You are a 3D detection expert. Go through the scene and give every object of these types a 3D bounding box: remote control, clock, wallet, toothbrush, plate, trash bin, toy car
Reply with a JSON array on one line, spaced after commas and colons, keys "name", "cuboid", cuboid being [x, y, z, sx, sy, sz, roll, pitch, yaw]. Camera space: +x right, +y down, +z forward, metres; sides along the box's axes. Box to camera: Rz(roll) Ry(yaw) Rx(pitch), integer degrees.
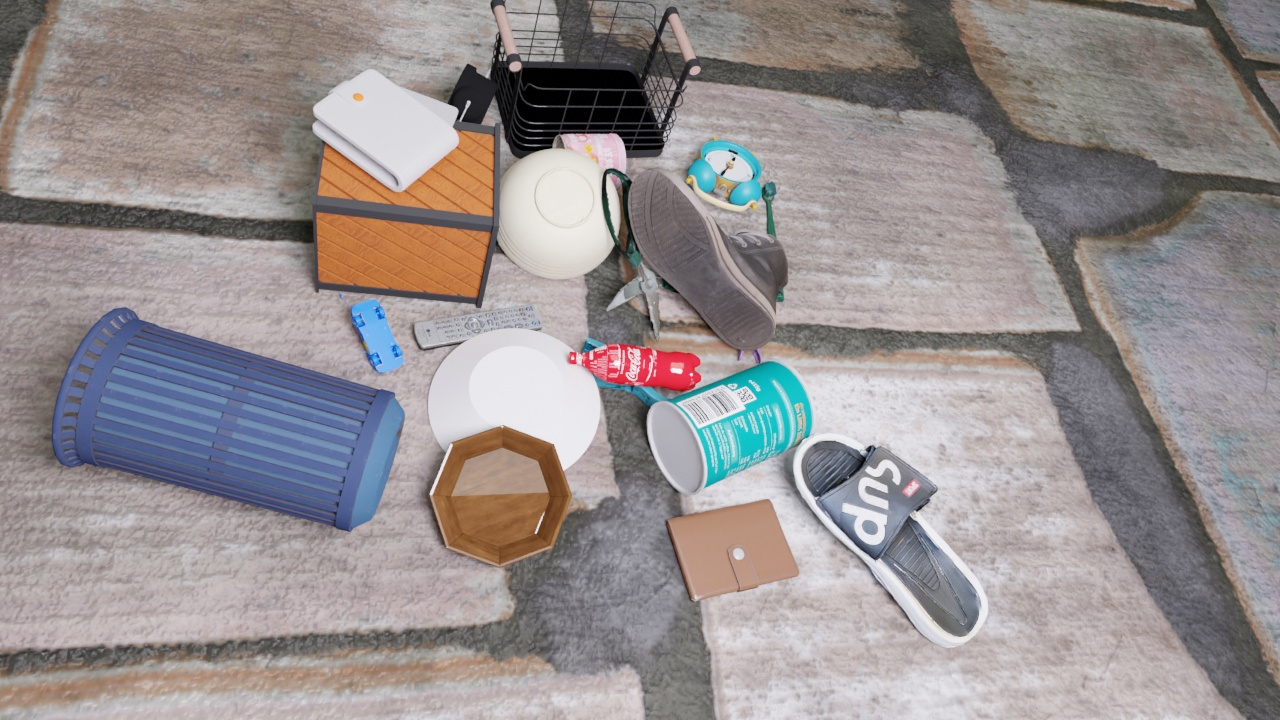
[{"name": "remote control", "cuboid": [-0.173, -0.036, 0.979, 0.136, 0.013, 0.033, -12, 63, -24]}, {"name": "clock", "cuboid": [-0.207, -0.295, 1.088, 0.042, 0.091, 0.120, 25, 40, -14]}, {"name": "wallet", "cuboid": [-0.241, -0.233, 0.895, 0.118, 0.038, 0.115, 36, 55, 2]}, {"name": "toothbrush", "cuboid": [0.169, -0.154, 1.164, 0.016, 0.017, 0.189, 9, 56, -13]}, {"name": "wallet", "cuboid": [0.093, 0.188, 0.923, 0.120, 0.013, 0.087, -8, 61, -22]}, {"name": "plate", "cuboid": [-0.125, 0.036, 0.921, 0.174, 0.036, 0.173, 4, 63, -8]}, {"name": "trash bin", "cuboid": [-0.341, 0.057, 0.792, 0.249, 0.140, 0.139, 17, 55, -9]}, {"name": "toy car", "cuboid": [-0.282, -0.031, 0.944, 0.033, 0.062, 0.092, -26, 99, -31]}, {"name": "trash bin", "cuboid": [-0.242, -0.159, 0.958, 0.171, 0.140, 0.139, 5, 57, -15]}, {"name": "clock", "cuboid": [0.111, -0.240, 1.186, 0.099, 0.044, 0.129, 21, 48, -4]}, {"name": "plate", "cuboid": [-0.131, 0.128, 0.861, 0.131, 0.025, 0.131, 2, 78, -9]}]

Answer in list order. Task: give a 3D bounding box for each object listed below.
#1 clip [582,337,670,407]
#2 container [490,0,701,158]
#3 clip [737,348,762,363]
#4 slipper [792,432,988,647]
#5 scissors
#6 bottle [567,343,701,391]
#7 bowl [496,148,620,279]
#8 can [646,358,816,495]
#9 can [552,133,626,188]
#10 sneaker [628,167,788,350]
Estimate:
[{"name": "clip", "cuboid": [-0.005, 0.031, 0.986, 0.130, 0.030, 0.120, -1, 64, -19]}, {"name": "container", "cuboid": [-0.066, -0.358, 1.147, 0.241, 0.131, 0.162, -6, 61, -21]}, {"name": "clip", "cuboid": [0.128, -0.019, 1.067, 0.029, 0.013, 0.050, 12, 53, -11]}, {"name": "slipper", "cuboid": [0.265, 0.172, 0.931, 0.111, 0.063, 0.264, -38, 91, -32]}, {"name": "scissors", "cuboid": [0.015, -0.131, 1.043, 0.201, 0.015, 0.206, -36, 112, -40]}, {"name": "bottle", "cuboid": [-0.006, 0.006, 0.957, 0.141, 0.042, 0.041, 7, 57, -17]}, {"name": "bowl", "cuboid": [-0.088, -0.172, 1.022, 0.150, 0.075, 0.150, 2, 83, -13]}, {"name": "can", "cuboid": [0.094, 0.066, 0.948, 0.143, 0.099, 0.099, -20, 67, -28]}, {"name": "can", "cuboid": [-0.063, -0.241, 1.113, 0.076, 0.067, 0.067, -5, 61, -20]}, {"name": "sneaker", "cuboid": [0.082, -0.134, 1.038, 0.235, 0.095, 0.119, 45, 41, -15]}]
